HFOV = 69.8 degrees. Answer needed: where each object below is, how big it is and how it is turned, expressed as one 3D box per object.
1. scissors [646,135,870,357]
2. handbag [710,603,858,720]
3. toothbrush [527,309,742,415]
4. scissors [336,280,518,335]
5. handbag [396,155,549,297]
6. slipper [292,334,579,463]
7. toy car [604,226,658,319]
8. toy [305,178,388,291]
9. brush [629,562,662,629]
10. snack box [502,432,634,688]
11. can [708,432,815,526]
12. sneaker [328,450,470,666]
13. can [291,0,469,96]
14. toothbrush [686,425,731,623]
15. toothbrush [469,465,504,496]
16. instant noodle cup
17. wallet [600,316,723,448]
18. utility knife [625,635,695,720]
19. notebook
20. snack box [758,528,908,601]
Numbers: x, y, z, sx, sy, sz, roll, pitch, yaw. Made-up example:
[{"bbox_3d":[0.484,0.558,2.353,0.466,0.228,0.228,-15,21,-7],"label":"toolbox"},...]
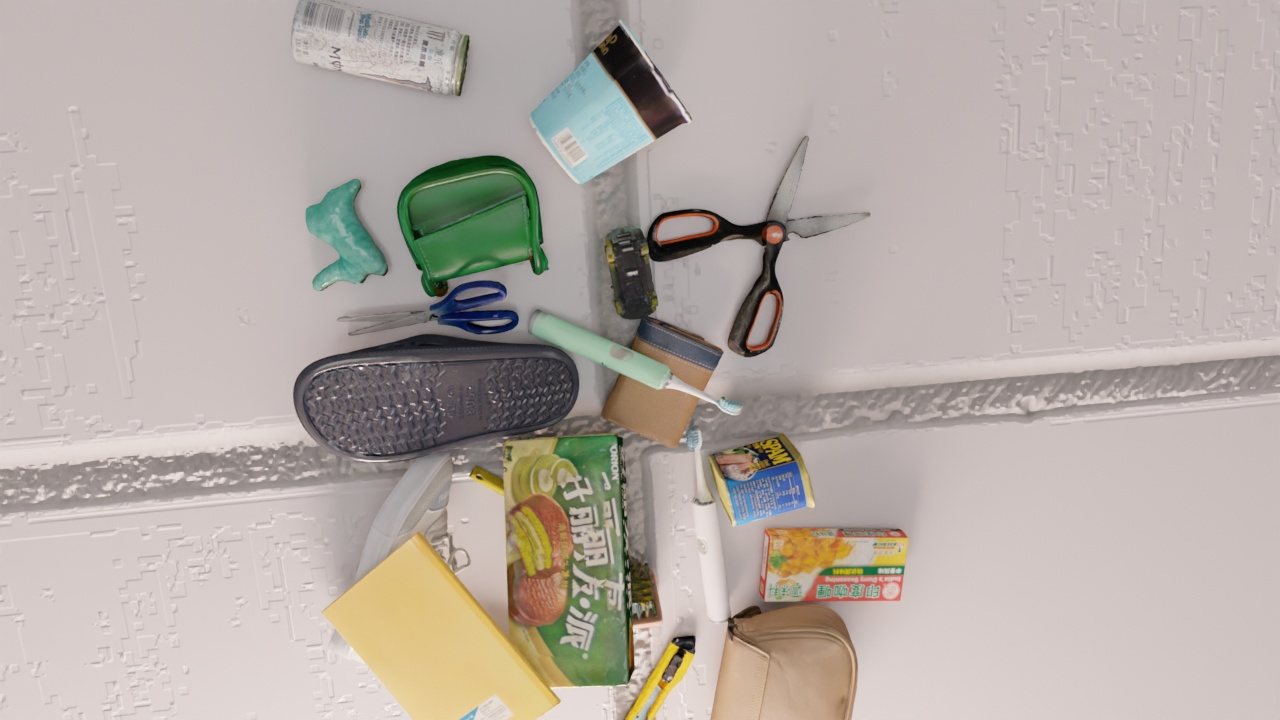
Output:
[{"bbox_3d":[0.117,-0.111,0.915,0.234,0.021,0.221,-1,103,-6],"label":"scissors"},{"bbox_3d":[0.152,0.361,0.992,0.148,0.099,0.204,9,102,-2],"label":"handbag"},{"bbox_3d":[-0.005,0.005,0.895,0.224,0.027,0.026,24,64,3],"label":"toothbrush"},{"bbox_3d":[-0.198,-0.039,0.884,0.171,0.012,0.140,-24,145,30],"label":"scissors"},{"bbox_3d":[-0.157,-0.126,0.859,0.131,0.068,0.120,-13,112,-6],"label":"handbag"},{"bbox_3d":[-0.194,0.029,0.886,0.267,0.083,0.111,-5,110,-25],"label":"slipper"},{"bbox_3d":[-0.010,-0.086,0.897,0.043,0.036,0.091,-11,103,-6],"label":"toy car"},{"bbox_3d":[-0.280,-0.110,0.861,0.096,0.030,0.092,-32,103,7],"label":"toy"},{"bbox_3d":[-0.052,0.261,0.961,0.145,0.063,0.073,-9,134,-4],"label":"brush"},{"bbox_3d":[-0.069,0.192,0.894,0.114,0.063,0.240,-3,83,5],"label":"snack box"},{"bbox_3d":[0.120,0.120,0.928,0.083,0.102,0.057,-15,105,-2],"label":"can"},{"bbox_3d":[-0.223,0.204,0.905,0.091,0.089,0.242,25,102,4],"label":"sneaker"},{"bbox_3d":[-0.229,-0.278,0.814,0.146,0.058,0.058,11,101,-10],"label":"can"},{"bbox_3d":[0.071,0.174,0.971,0.026,0.027,0.221,-24,111,-47],"label":"toothbrush"},{"bbox_3d":[-0.093,0.162,0.953,0.190,0.016,0.016,32,96,-13],"label":"toothbrush"},{"bbox_3d":[-0.033,-0.227,0.834,0.120,0.111,0.111,-35,105,10],"label":"instant noodle cup"},{"bbox_3d":[0.021,0.022,0.929,0.090,0.033,0.115,22,100,-9],"label":"wallet"},{"bbox_3d":[0.019,0.368,1.015,0.033,0.015,0.154,27,98,-10],"label":"utility knife"},{"bbox_3d":[-0.190,0.278,0.863,0.146,0.010,0.206,-40,91,20],"label":"notebook"},{"bbox_3d":[0.210,0.223,1.000,0.155,0.027,0.077,1,104,-8],"label":"snack box"}]
